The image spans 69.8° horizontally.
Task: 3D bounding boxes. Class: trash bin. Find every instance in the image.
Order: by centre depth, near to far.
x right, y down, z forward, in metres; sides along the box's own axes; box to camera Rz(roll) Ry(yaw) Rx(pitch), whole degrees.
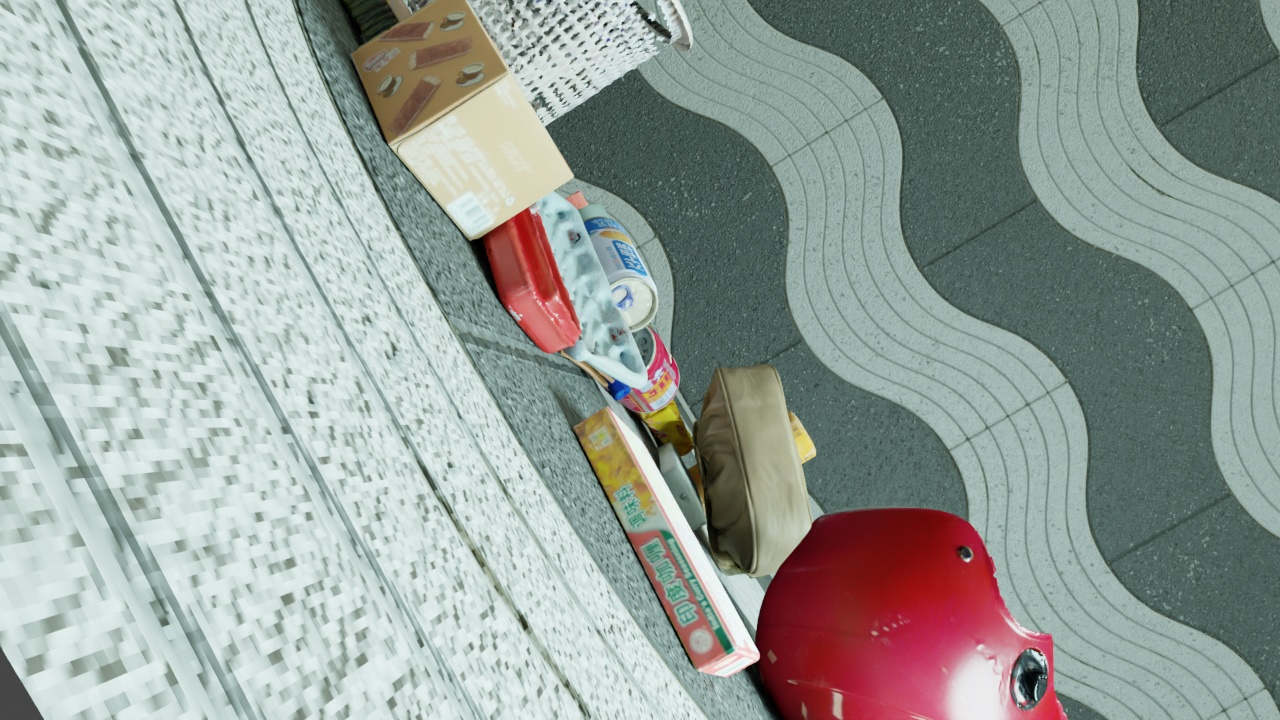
[{"bbox_3d":[-0.100,-0.286,0.752,0.227,0.192,0.227,49,5,-6],"label":"trash bin"}]

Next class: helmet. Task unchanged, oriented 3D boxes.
[{"bbox_3d":[0.178,0.233,0.657,0.240,0.143,0.207,57,-33,-4],"label":"helmet"}]

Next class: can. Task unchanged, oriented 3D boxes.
[{"bbox_3d":[-0.024,-0.075,0.783,0.053,0.053,0.134,57,5,-32],"label":"can"},{"bbox_3d":[-0.005,0.005,0.835,0.066,0.066,0.094,60,3,23],"label":"can"},{"bbox_3d":[0.117,0.114,1.005,0.058,0.146,0.058,59,3,-5],"label":"can"}]

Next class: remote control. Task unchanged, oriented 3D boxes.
[{"bbox_3d":[0.036,0.115,0.855,0.058,0.021,0.150,62,2,-3],"label":"remote control"}]

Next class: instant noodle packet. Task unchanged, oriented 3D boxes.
[{"bbox_3d":[0.009,0.040,0.942,0.110,0.044,0.128,53,-3,25],"label":"instant noodle packet"}]

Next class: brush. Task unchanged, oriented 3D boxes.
[{"bbox_3d":[-0.154,-0.228,0.631,0.145,0.073,0.063,59,3,29],"label":"brush"}]

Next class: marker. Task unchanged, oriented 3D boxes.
[{"bbox_3d":[-0.052,-0.027,0.796,0.145,0.017,0.017,57,2,22],"label":"marker"}]

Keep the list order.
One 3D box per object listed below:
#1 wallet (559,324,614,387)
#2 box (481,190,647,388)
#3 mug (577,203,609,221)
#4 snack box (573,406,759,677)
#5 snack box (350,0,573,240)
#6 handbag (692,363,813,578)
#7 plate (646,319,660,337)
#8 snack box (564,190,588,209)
[{"bbox_3d":[-0.060,-0.047,0.735,0.130,0.035,0.119,62,3,24],"label":"wallet"},{"bbox_3d":[-0.067,-0.080,0.650,0.160,0.050,0.200,43,20,-51],"label":"box"},{"bbox_3d":[-0.058,-0.085,0.885,0.103,0.084,0.123,60,30,2],"label":"mug"},{"bbox_3d":[0.016,0.105,0.533,0.155,0.027,0.077,60,3,26],"label":"snack box"},{"bbox_3d":[-0.105,-0.146,0.549,0.094,0.077,0.093,61,4,34],"label":"snack box"},{"bbox_3d":[0.101,0.109,0.886,0.148,0.099,0.204,95,-11,-57],"label":"handbag"},{"bbox_3d":[-0.042,-0.066,1.015,0.163,0.034,0.164,57,-12,3],"label":"plate"},{"bbox_3d":[-0.069,-0.140,1.121,0.113,0.044,0.127,59,-16,-2],"label":"snack box"}]
